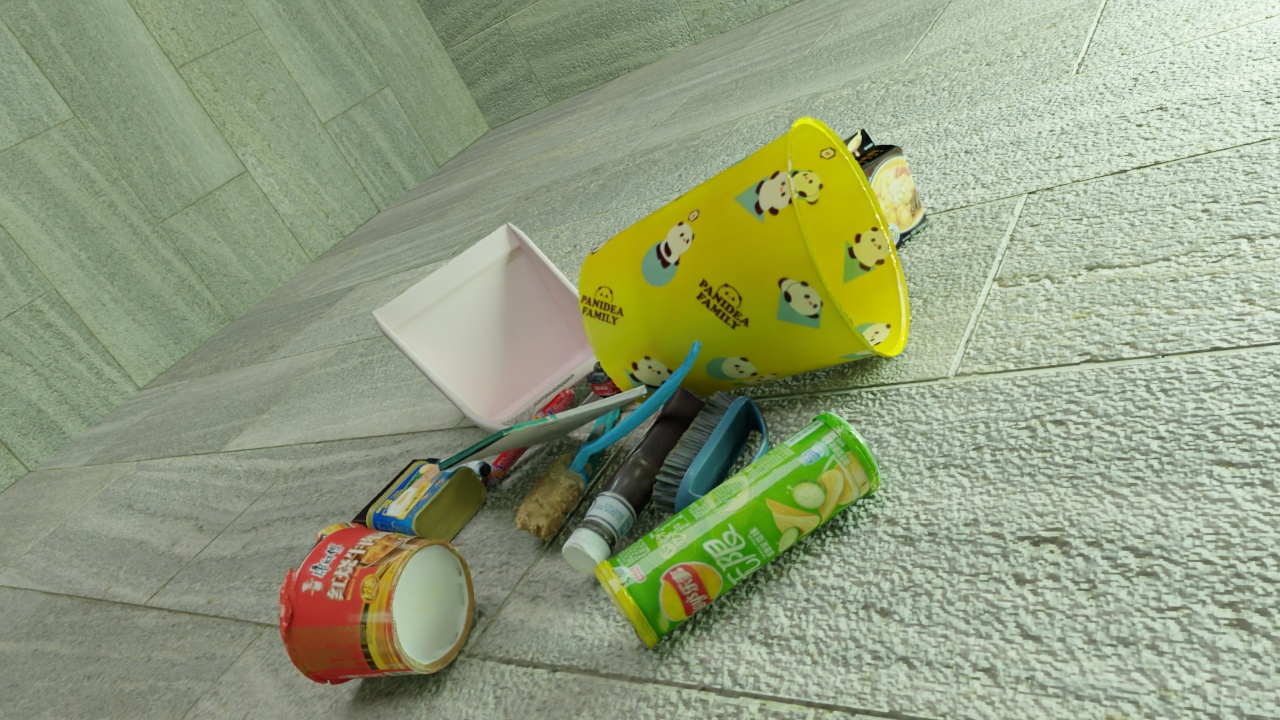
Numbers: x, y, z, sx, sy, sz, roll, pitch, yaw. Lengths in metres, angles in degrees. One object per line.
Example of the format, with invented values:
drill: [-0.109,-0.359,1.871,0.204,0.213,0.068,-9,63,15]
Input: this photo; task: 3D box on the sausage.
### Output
sausage: [-0.125,0.085,1.021,0.155,0.020,0.020,-47,27,-11]

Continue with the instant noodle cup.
instant noodle cup: [-0.215,0.209,0.782,0.109,0.138,0.137,-6,32,26]

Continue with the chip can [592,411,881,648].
chip can: [0.076,0.122,0.683,0.221,0.072,0.072,-33,24,-7]

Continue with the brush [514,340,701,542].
brush: [-0.030,0.076,0.830,0.255,0.046,0.083,-46,7,20]

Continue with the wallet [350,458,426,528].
wallet: [-0.273,0.157,1.078,0.096,0.020,0.122,-4,32,35]

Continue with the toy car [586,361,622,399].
toy car: [-0.006,0.006,1.044,0.120,0.045,0.053,-35,23,-33]

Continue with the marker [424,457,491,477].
marker: [-0.209,0.122,1.037,0.131,0.018,0.022,-3,56,50]

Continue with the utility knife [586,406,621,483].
utility knife: [-0.048,0.091,0.961,0.029,0.013,0.170,-18,26,24]

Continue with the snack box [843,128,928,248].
snack box: [0.246,-0.177,1.023,0.113,0.126,0.053,-35,24,-14]

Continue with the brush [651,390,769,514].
brush: [0.070,0.085,0.794,0.074,0.055,0.143,14,44,26]

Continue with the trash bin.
trash bin: [0.093,-0.076,0.892,0.256,0.229,0.228,-21,24,32]

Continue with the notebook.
notebook: [-0.102,0.071,0.904,0.150,0.012,0.210,-15,-7,-30]

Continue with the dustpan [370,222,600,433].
dustpan: [-0.161,-0.036,1.112,0.222,0.273,0.139,-40,0,-17]

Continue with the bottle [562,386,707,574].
bottle: [-0.004,0.106,0.813,0.194,0.044,0.080,-52,-6,-40]

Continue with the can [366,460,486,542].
can: [-0.227,0.156,0.981,0.083,0.057,0.101,-3,35,42]
